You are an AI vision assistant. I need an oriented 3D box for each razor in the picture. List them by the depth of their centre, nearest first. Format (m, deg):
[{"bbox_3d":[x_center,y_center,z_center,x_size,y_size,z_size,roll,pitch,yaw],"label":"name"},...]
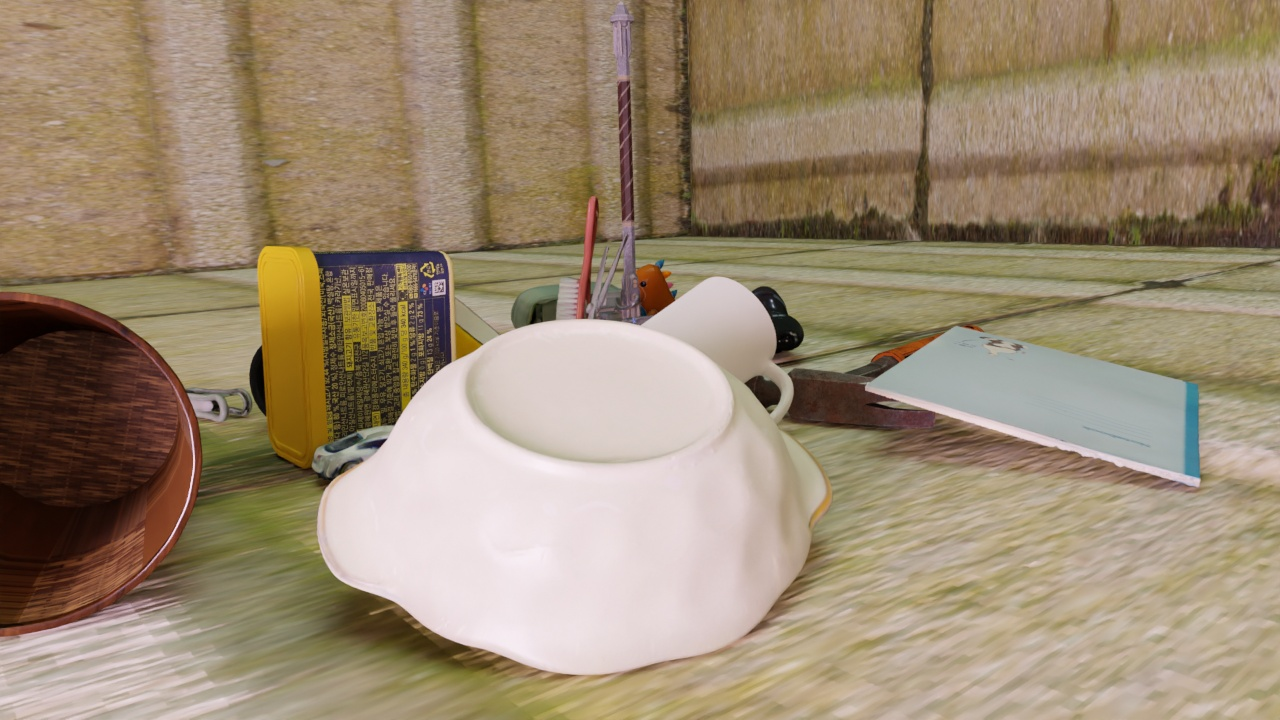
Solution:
[{"bbox_3d":[0.130,-0.038,0.901,0.053,0.064,0.140,-3,9,-3],"label":"razor"}]

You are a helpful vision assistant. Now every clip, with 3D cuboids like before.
[{"bbox_3d":[-0.337,0.033,0.716,0.076,0.023,0.042,2,13,31],"label":"clip"}]

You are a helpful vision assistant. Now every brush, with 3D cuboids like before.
[{"bbox_3d":[-0.062,-0.078,0.884,0.030,0.172,0.041,3,-14,5],"label":"brush"}]

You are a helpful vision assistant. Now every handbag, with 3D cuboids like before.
[{"bbox_3d":[-0.076,-0.044,0.963,0.106,0.067,0.122,-4,11,-15],"label":"handbag"}]

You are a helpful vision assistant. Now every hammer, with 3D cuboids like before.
[{"bbox_3d":[0.221,0.004,0.739,0.138,0.035,0.313,8,14,39],"label":"hammer"},{"bbox_3d":[-0.012,-0.150,0.823,0.044,0.322,0.098,-7,12,-26],"label":"hammer"}]

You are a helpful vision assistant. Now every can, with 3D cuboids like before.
[{"bbox_3d":[-0.182,-0.007,0.602,0.104,0.135,0.075,-8,12,-40],"label":"can"}]

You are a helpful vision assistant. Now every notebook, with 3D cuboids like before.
[{"bbox_3d":[0.274,0.018,0.615,0.181,0.009,0.252,18,18,27],"label":"notebook"}]

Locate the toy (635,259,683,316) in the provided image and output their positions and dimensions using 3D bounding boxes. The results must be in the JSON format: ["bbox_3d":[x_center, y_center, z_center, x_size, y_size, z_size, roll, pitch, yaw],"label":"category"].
[{"bbox_3d":[0.036,-0.068,0.987,0.103,0.090,0.071,-27,18,-16],"label":"toy"}]

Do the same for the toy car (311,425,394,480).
[{"bbox_3d":[-0.151,0.054,0.552,0.089,0.027,0.039,-8,10,-29],"label":"toy car"}]

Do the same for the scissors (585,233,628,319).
[{"bbox_3d":[-0.039,-0.032,0.769,0.014,0.142,0.158,23,21,-19],"label":"scissors"}]

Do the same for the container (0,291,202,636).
[{"bbox_3d":[-0.273,0.036,0.425,0.132,0.132,0.167,-6,6,-23],"label":"container"}]

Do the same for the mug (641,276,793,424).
[{"bbox_3d":[0.048,0.008,0.616,0.110,0.074,0.090,41,57,20],"label":"mug"}]

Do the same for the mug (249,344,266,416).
[{"bbox_3d":[-0.241,-0.007,0.686,0.071,0.105,0.077,-5,9,13],"label":"mug"}]

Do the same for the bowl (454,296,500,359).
[{"bbox_3d":[-0.152,-0.006,0.714,0.117,0.067,0.117,41,2,-2],"label":"bowl"}]

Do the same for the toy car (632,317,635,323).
[{"bbox_3d":[-0.004,0.005,0.698,0.033,0.062,0.092,-2,10,-2],"label":"toy car"}]

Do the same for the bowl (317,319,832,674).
[{"bbox_3d":[-0.020,0.034,0.377,0.219,0.060,0.188,-5,33,-19],"label":"bowl"}]
